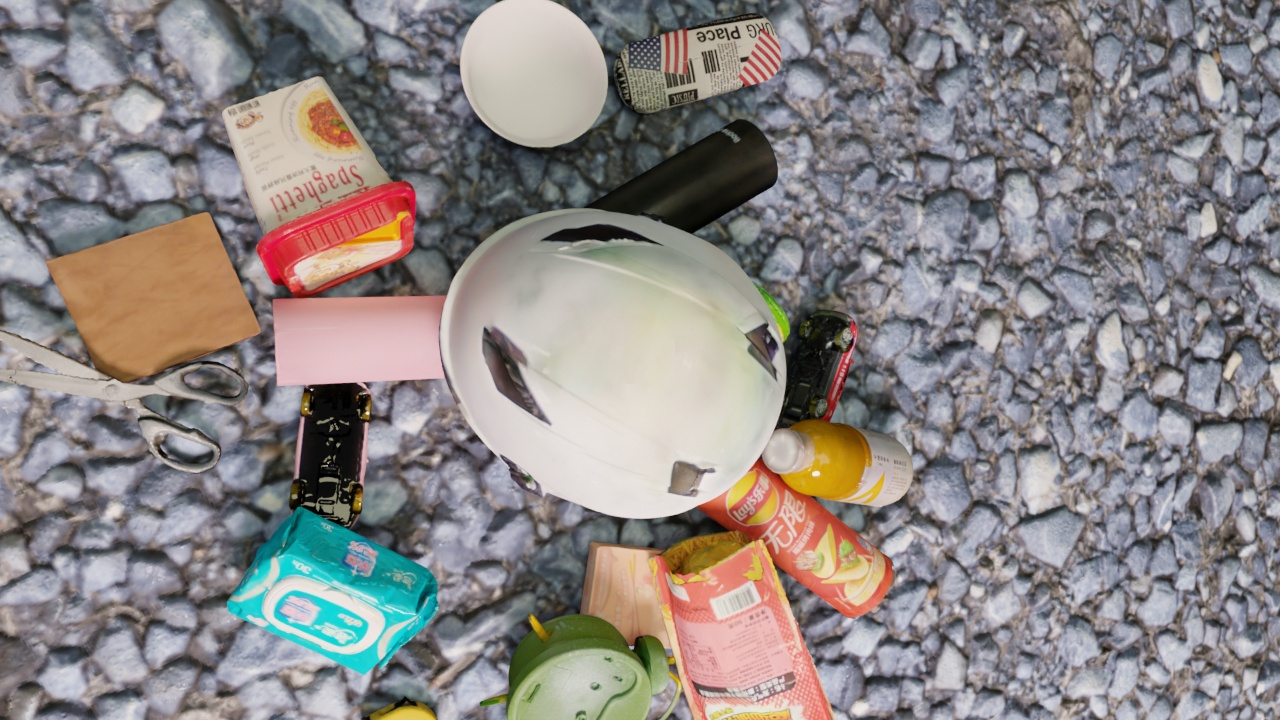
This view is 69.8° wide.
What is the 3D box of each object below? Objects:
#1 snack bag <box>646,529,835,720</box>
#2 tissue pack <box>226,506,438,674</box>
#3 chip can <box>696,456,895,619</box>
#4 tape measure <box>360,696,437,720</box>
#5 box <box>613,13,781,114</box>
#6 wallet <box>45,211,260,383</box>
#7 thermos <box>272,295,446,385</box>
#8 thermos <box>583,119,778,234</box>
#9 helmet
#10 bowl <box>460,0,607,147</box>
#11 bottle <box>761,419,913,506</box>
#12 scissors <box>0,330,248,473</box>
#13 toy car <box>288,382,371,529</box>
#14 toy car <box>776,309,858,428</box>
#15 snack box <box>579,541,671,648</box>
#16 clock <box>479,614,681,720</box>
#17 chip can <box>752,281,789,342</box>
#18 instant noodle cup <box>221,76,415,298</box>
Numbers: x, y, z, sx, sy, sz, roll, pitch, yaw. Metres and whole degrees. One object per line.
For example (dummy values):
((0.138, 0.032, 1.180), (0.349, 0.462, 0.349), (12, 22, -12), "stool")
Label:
((0.085, 0.250, 0.765), (0.129, 0.073, 0.208), (-17, 98, 24), "snack bag")
((-0.226, 0.176, 0.684), (0.133, 0.050, 0.093), (31, 119, -18), "tissue pack")
((0.130, 0.147, 0.814), (0.216, 0.073, 0.073), (37, 78, -20), "chip can")
((-0.187, 0.301, 0.728), (0.057, 0.029, 0.060), (-21, 97, -19), "tape measure")
((0.052, -0.264, 0.816), (0.164, 0.052, 0.068), (-19, 85, -20), "box")
((-0.355, -0.045, 0.676), (0.115, 0.020, 0.101), (-23, 98, -20), "wallet")
((-0.175, -0.018, 0.703), (0.198, 0.087, 0.067), (-2, 85, -20), "thermos")
((0.010, -0.114, 0.774), (0.242, 0.090, 0.068), (-34, 142, -17), "thermos")
((-0.004, 0.004, 0.649), (0.258, 0.146, 0.228), (34, 80, -22), "helmet")
((-0.092, -0.226, 0.747), (0.118, 0.065, 0.118), (0, 90, -20), "bowl")
((0.172, 0.088, 0.800), (0.189, 0.068, 0.068), (16, 83, -48), "bottle")
((-0.371, 0.026, 0.652), (0.164, 0.014, 0.163), (-23, 112, -23), "scissors")
((-0.238, 0.073, 0.709), (0.056, 0.037, 0.122), (6, 75, -18), "toy car")
((0.164, 0.012, 0.844), (0.045, 0.053, 0.120), (20, 89, -45), "toy car")
((0.026, 0.209, 0.806), (0.157, 0.026, 0.084), (10, 87, -19), "snack box")
((-0.039, 0.269, 0.751), (0.161, 0.056, 0.116), (23, 105, -23), "clock")
((0.035, 0.021, 0.787), (0.221, 0.073, 0.072), (-43, 103, -15), "chip can")
((-0.239, -0.128, 0.675), (0.116, 0.117, 0.124), (-28, 87, -18), "instant noodle cup")
